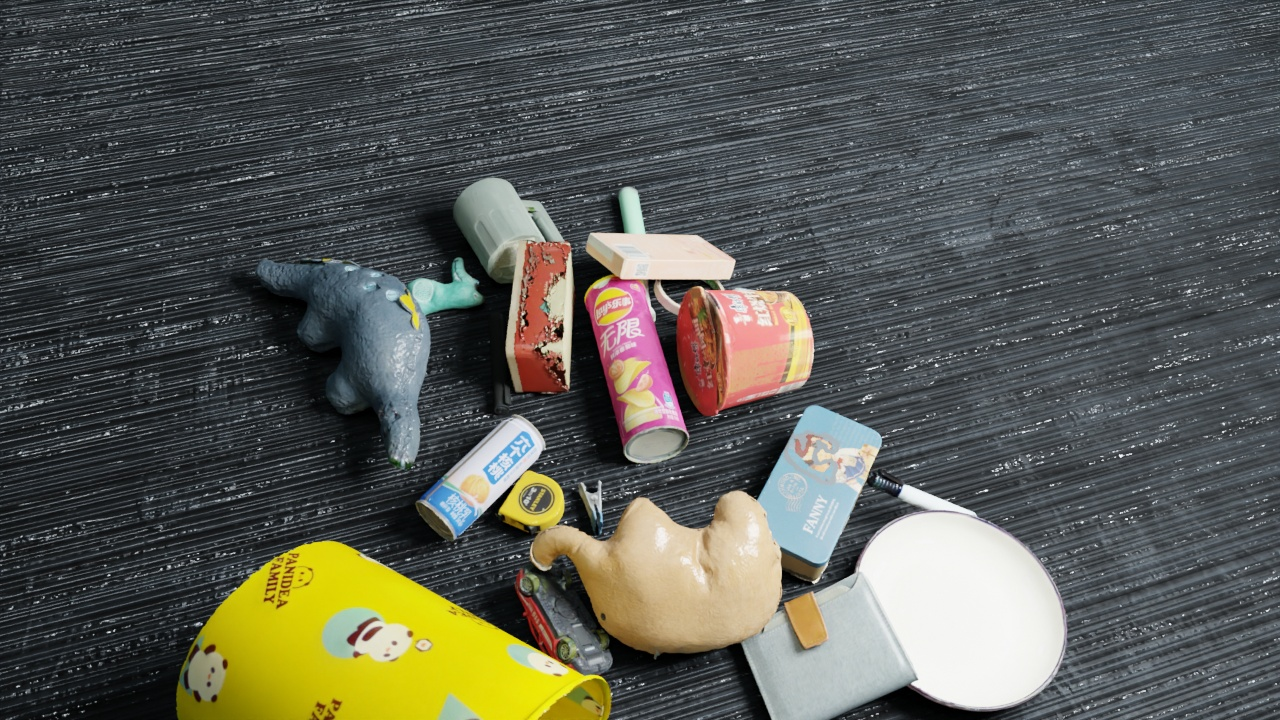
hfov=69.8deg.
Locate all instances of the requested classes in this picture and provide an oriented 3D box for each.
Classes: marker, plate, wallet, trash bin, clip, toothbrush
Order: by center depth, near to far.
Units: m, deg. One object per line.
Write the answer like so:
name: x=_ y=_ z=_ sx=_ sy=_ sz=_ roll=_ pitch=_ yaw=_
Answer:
trash bin: x=-0.191 y=0.279 z=0.697 sx=0.255 sy=0.230 sz=0.229 roll=25 pitch=56 yaw=24
wallet: x=0.160 y=0.256 z=0.806 sx=0.130 sy=0.037 sz=0.106 roll=-28 pitch=56 yaw=7
plate: x=0.291 y=0.232 z=0.852 sx=0.192 sy=0.039 sz=0.192 roll=1 pitch=53 yaw=-1
marker: x=0.281 y=0.137 z=0.904 sx=0.130 sy=0.023 sz=0.018 roll=23 pitch=35 yaw=-17
clip: x=-0.047 y=0.145 z=0.917 sx=0.029 sy=0.025 sz=0.056 roll=-4 pitch=49 yaw=-10
marker: x=-0.157 y=0.001 z=1.024 sx=0.020 sy=0.022 sz=0.131 roll=20 pitch=44 yaw=-34
toothbrush: x=-0.002 y=-0.130 z=1.127 sx=0.026 sy=0.027 sz=0.224 roll=-3 pitch=52 yaw=-9

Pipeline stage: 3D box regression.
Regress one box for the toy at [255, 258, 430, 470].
toy: x=-0.301 y=-0.026 z=0.999 sx=0.137 sy=0.091 sz=0.356 roll=-35 pitch=58 yaw=-11

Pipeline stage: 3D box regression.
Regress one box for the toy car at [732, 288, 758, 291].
toy car: x=0.145 y=-0.060 z=1.075 sx=0.090 sy=0.034 sz=0.042 roll=14 pitch=50 yaw=7

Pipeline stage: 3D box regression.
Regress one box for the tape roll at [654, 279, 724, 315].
tape roll: x=0.059 y=-0.082 z=1.087 sx=0.085 sy=0.014 sz=0.085 roll=10 pitch=44 yaw=-10

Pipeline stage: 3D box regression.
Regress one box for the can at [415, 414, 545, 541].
can: x=-0.158 y=0.115 z=0.917 sx=0.053 sy=0.053 sz=0.134 roll=33 pitch=58 yaw=21

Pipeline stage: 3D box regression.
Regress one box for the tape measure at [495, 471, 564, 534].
tape measure: x=-0.105 y=0.144 z=0.912 sx=0.057 sy=0.029 sz=0.059 roll=21 pitch=55 yaw=14

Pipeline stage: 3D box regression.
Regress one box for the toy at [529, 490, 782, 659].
toy: x=0.015 y=0.194 z=0.819 sx=0.226 sy=0.082 sz=0.143 roll=-3 pitch=79 yaw=-4

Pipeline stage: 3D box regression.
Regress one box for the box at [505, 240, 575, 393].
box: x=-0.100 y=-0.051 z=1.022 sx=0.077 sy=0.091 sz=0.168 roll=-1 pitch=53 yaw=1

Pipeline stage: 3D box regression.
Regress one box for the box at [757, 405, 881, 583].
box: x=0.168 y=0.135 z=0.910 sx=0.090 sy=0.060 sz=0.183 roll=22 pitch=53 yaw=15

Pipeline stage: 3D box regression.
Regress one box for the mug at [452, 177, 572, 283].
mug: x=-0.152 y=-0.157 z=1.117 sx=0.123 sy=0.084 sz=0.103 roll=-5 pitch=49 yaw=-38

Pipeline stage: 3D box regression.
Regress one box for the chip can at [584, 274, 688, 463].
chip can: x=-0.006 y=0.006 z=0.995 sx=0.071 sy=0.072 sz=0.210 roll=-10 pitch=54 yaw=-9

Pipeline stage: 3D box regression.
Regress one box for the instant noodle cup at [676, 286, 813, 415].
instant noodle cup: x=0.112 y=-0.014 z=0.984 sx=0.108 sy=0.138 sz=0.137 roll=-7 pitch=53 yaw=-19

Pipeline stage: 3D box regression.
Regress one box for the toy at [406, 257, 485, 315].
toy: x=-0.230 y=-0.081 z=1.080 sx=0.092 sy=0.030 sz=0.096 roll=-5 pitch=56 yaw=-11

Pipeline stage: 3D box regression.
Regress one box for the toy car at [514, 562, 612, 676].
toy car: x=-0.074 y=0.237 z=0.827 sx=0.052 sy=0.045 sz=0.120 roll=6 pitch=41 yaw=-47

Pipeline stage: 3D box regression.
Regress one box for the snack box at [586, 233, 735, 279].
snack box: x=0.024 y=-0.122 z=1.071 sx=0.157 sy=0.026 sz=0.084 roll=-3 pitch=29 yaw=-34
